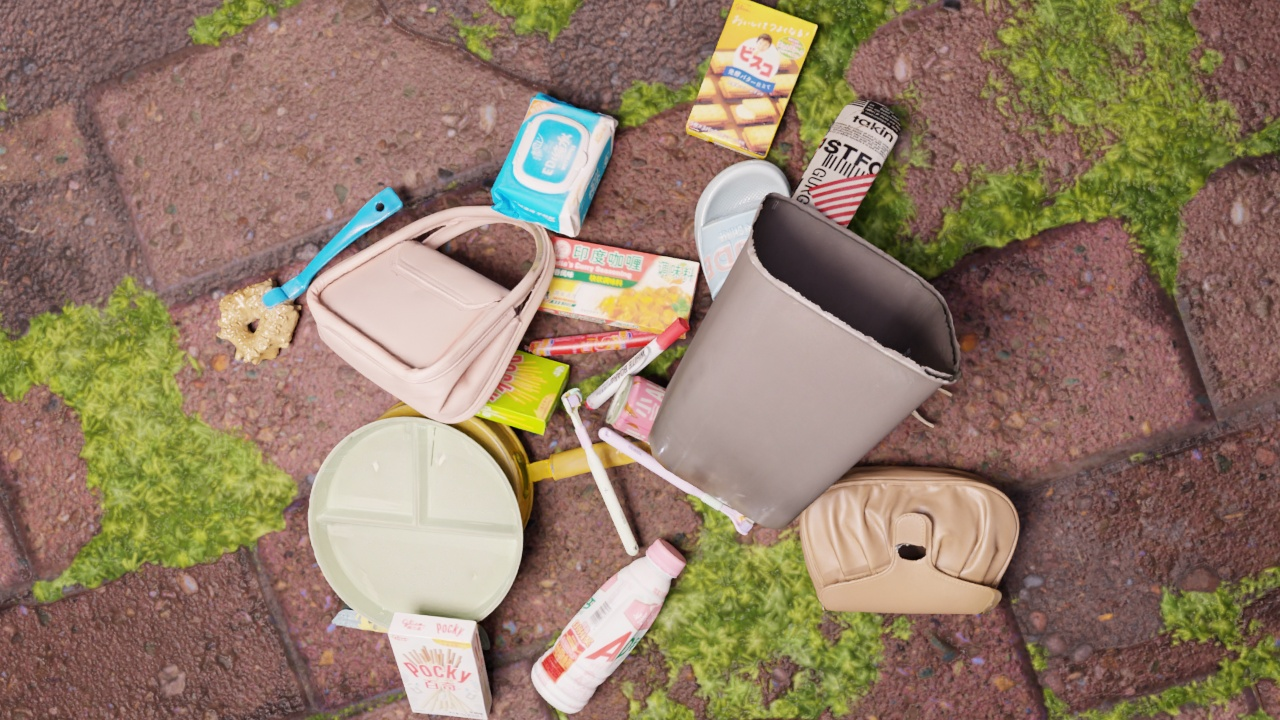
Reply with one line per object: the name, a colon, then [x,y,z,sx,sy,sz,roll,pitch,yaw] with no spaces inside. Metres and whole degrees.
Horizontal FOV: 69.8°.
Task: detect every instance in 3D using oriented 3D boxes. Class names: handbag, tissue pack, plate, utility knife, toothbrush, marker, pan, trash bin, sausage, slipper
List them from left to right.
utility knife: [-0.249,0.290,0.999,0.177,0.019,0.031,7,88,9]
plate: [-0.226,0.167,0.931,0.230,0.027,0.230,2,99,12]
handbag: [-0.185,-0.069,0.900,0.193,0.093,0.233,29,65,26]
pan: [-0.132,0.118,0.961,0.358,0.078,0.198,-9,96,12]
tissue pack: [-0.085,-0.195,0.911,0.090,0.063,0.139,19,72,3]
sausage: [-0.046,-0.019,0.956,0.156,0.020,0.020,-6,93,6]
toothbrush: [-0.038,0.117,0.926,0.020,0.029,0.189,-9,110,33]
marker: [-0.006,0.005,0.931,0.146,0.017,0.017,-41,89,28]
toothbrush: [0.037,0.121,0.939,0.189,0.021,0.029,32,70,-9]
slipper: [0.116,-0.075,0.911,0.104,0.074,0.245,-11,94,7]
trash bin: [0.132,0.009,0.809,0.198,0.198,0.220,30,120,-3]
handbag: [0.260,0.179,0.900,0.204,0.099,0.148,-1,97,9]

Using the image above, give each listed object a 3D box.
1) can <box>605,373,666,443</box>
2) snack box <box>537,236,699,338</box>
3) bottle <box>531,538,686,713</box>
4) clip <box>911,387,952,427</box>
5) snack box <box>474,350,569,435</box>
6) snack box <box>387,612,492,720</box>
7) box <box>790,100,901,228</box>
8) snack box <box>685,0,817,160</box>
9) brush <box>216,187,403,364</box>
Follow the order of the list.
can: [0.042,0.068,0.921,0.147,0.058,0.058,25,95,-9]
snack box: [-0.023,-0.074,0.939,0.156,0.027,0.077,11,80,5]
bottle: [-0.029,0.271,0.952,0.068,0.068,0.197,40,93,2]
clip: [0.265,0.018,0.924,0.103,0.034,0.076,18,95,-1]
snack box: [-0.159,0.019,0.939,0.156,0.085,0.026,17,136,5]
snack box: [-0.203,0.317,0.945,0.085,0.026,0.157,5,132,5]
box: [0.191,-0.179,0.898,0.075,0.076,0.163,28,76,6]
snack box: [0.110,-0.281,0.920,0.087,0.033,0.140,22,94,3]
brush: [-0.347,-0.091,0.962,0.255,0.045,0.083,-39,86,12]
